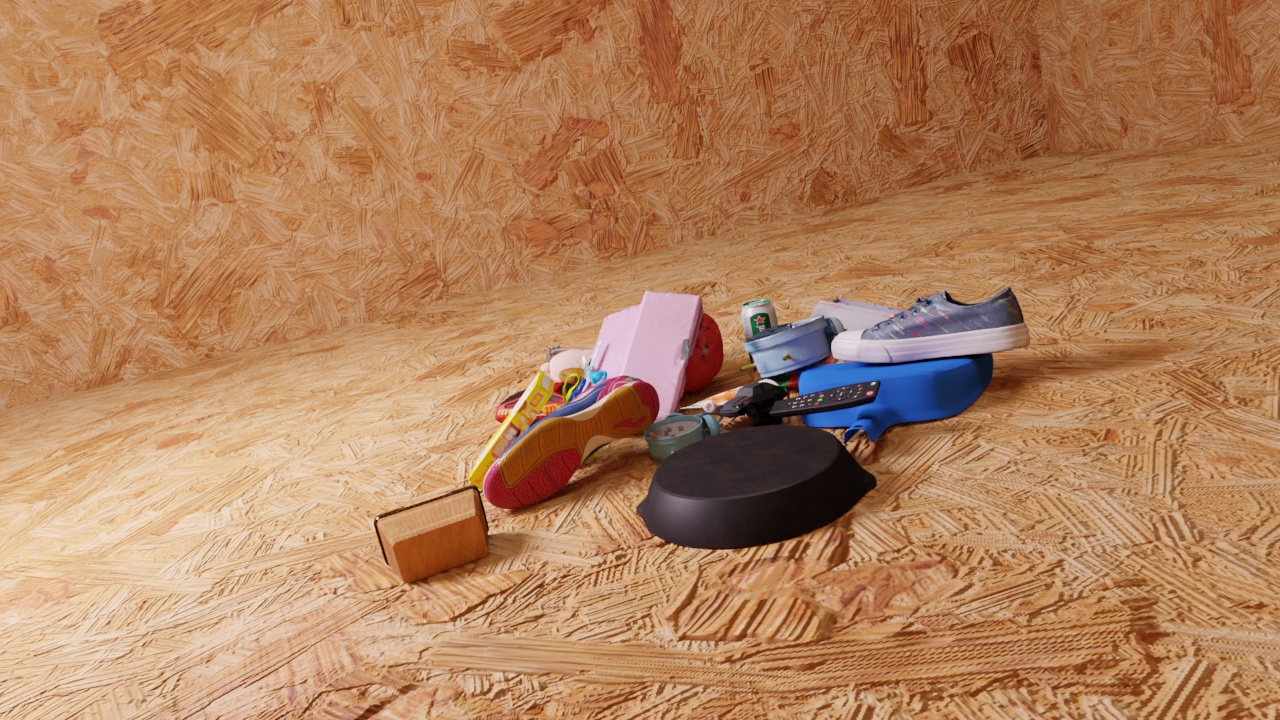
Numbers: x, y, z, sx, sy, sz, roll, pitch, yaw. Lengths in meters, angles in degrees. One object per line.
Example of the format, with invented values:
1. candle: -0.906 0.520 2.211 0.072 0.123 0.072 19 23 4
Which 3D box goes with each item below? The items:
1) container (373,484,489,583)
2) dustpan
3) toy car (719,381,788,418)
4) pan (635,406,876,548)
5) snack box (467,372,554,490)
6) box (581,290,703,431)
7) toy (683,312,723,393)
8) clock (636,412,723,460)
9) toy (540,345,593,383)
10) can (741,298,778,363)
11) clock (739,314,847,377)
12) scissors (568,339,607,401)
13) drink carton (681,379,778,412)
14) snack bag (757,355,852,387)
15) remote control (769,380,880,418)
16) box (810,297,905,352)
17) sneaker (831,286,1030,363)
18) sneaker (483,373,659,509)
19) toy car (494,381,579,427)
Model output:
1. container: -0.211 0.182 0.948 0.113 0.063 0.061 -17 21 -17
2. dustpan: 0.275 0.043 1.071 0.246 0.059 0.257 -6 5 25
3. toy car: 0.135 0.047 1.114 0.091 0.036 0.042 -14 3 -36
4. pan: 0.123 0.101 0.997 0.249 0.043 0.355 -9 14 15
5. snack box: -0.162 0.088 1.159 0.152 0.025 0.075 -54 9 10
6. box: -0.012 0.001 1.282 0.180 0.059 0.232 -7 48 26
7. toy: 0.052 -0.013 1.402 0.147 0.099 0.216 -56 25 -12
8. clock: 0.054 0.086 1.133 0.088 0.042 0.122 0 20 43
9. toy: -0.096 0.022 1.476 0.133 0.076 0.175 2 11 0
10. can: 0.186 -0.040 1.402 0.053 0.101 0.053 -12 13 3
11. clock: 0.218 -0.025 1.275 0.161 0.060 0.118 -20 3 -33
12. scissors: -0.082 0.026 1.302 0.110 0.015 0.132 -49 26 14
13. drink carton: 0.117 0.052 1.172 0.122 0.039 0.069 -8 0 -30
14. snack bag: 0.235 0.019 1.268 0.155 0.044 0.087 -13 13 28
15. remote control: 0.205 0.045 1.023 0.125 0.010 0.039 -13 23 31
16. box: 0.328 -0.038 1.358 0.107 0.094 0.216 -40 20 -9
17. sneaker: 0.351 -0.044 1.132 0.236 0.079 0.087 -6 7 28
18. sneaker: -0.090 0.096 1.104 0.241 0.116 0.091 -30 28 -23
19. toy car: -0.119 0.064 1.366 0.189 0.056 0.081 -6 16 15
